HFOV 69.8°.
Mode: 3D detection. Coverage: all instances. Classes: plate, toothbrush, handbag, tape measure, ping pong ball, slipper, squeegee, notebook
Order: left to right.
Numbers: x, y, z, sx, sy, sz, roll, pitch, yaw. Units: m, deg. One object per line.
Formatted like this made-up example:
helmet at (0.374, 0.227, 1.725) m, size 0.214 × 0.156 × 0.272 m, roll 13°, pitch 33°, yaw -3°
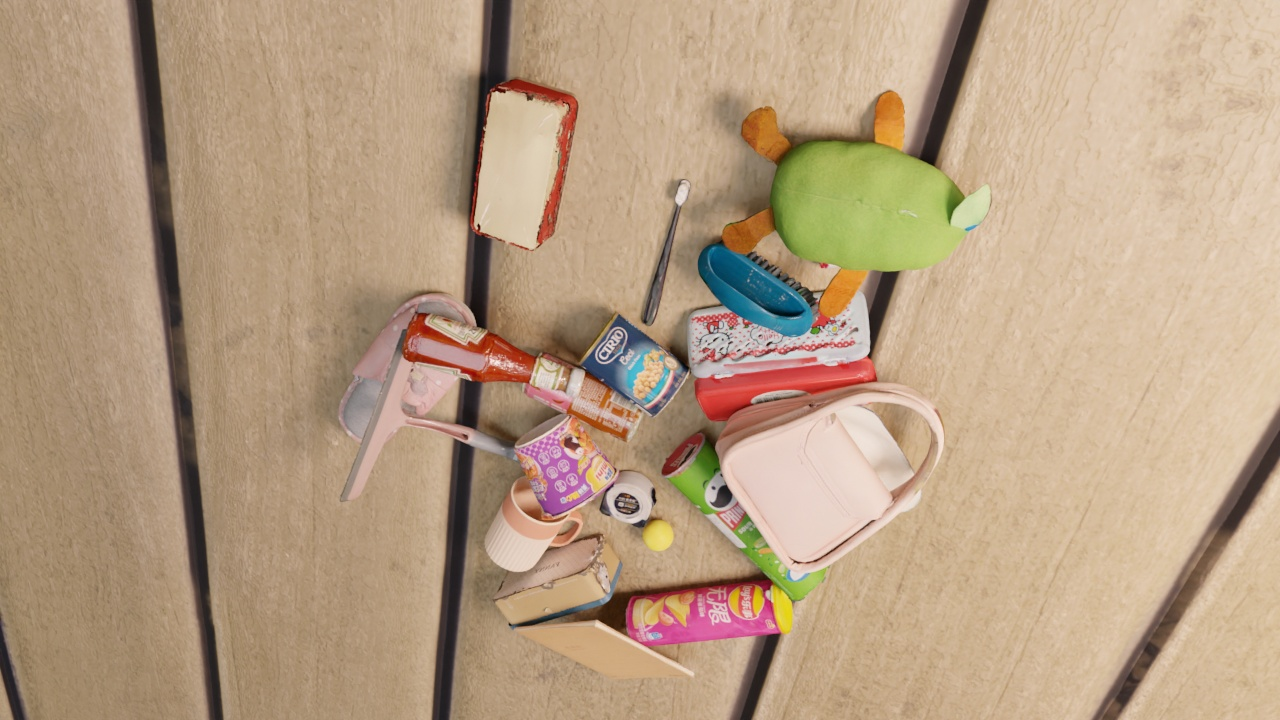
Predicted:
slipper at (-0.304, 0.020, 1.162) m, size 0.114 × 0.054 × 0.275 m, roll 42°, pitch 119°, yaw -8°
squeegee at (-0.220, 0.099, 1.160) m, size 0.249 × 0.040 × 0.248 m, roll 19°, pitch 109°, yaw -21°
notebook at (-0.048, 0.396, 1.246) m, size 0.150 × 0.012 × 0.211 m, roll -17°, pitch 138°, yaw 36°
tape measure at (-0.013, 0.176, 1.175) m, size 0.066 × 0.033 × 0.066 m, roll 22°, pitch 123°, yaw 1°
ping pong ball at (0.023, 0.226, 1.187) m, size 0.040 × 0.040 × 0.040 m, roll 7°, pitch 118°, yaw 12°
toothbrush at (0.028, -0.115, 1.022) m, size 0.015 × 0.018 × 0.181 m, roll 17°, pitch 121°, yaw 3°
plate at (0.229, 0.124, 1.075) m, size 0.165 × 0.034 × 0.163 m, roll -24°, pitch 112°, yaw 28°
handbag at (0.219, 0.111, 1.008) m, size 0.235 × 0.093 × 0.193 m, roll -30°, pitch 110°, yaw 21°

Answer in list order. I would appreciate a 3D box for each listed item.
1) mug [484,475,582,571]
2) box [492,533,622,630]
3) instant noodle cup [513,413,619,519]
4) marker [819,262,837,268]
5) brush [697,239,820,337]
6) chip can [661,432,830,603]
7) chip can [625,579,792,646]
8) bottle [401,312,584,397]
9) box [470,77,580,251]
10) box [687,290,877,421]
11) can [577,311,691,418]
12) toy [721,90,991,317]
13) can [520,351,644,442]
mug at (-0.137, 0.218, 1.212) m, size 0.114 × 0.081 × 0.106 m, roll 14°, pitch 127°, yaw -26°
box at (-0.117, 0.301, 1.239) m, size 0.185 × 0.089 × 0.060 m, roll -25°, pitch 109°, yaw 28°
instant noodle cup at (-0.097, 0.125, 1.133) m, size 0.112 × 0.111 × 0.099 m, roll -24°, pitch 101°, yaw 25°
marker at (0.259, -0.117, 0.955) m, size 0.145 × 0.017 × 0.017 m, roll -11°, pitch 113°, yaw 21°
brush at (0.118, -0.073, 0.967) m, size 0.144 × 0.073 × 0.055 m, roll 38°, pitch 133°, yaw 17°
chip can at (0.130, 0.193, 1.123) m, size 0.236 × 0.072 × 0.072 m, roll 45°, pitch 119°, yaw -11°
chip can at (0.089, 0.334, 1.207) m, size 0.211 × 0.071 × 0.071 m, roll -13°, pitch 113°, yaw 21°
bottle at (-0.166, -0.001, 1.050) m, size 0.206 × 0.059 × 0.060 m, roll 16°, pitch 120°, yaw -6°
box at (-0.125, -0.206, 0.981) m, size 0.091 × 0.076 × 0.169 m, roll 18°, pitch 121°, yaw 7°
box at (0.158, -0.006, 1.030) m, size 0.202 × 0.098 × 0.119 m, roll -7°, pitch 146°, yaw 18°
can at (-0.006, 0.006, 1.060) m, size 0.111 × 0.075 × 0.075 m, roll 37°, pitch 120°, yaw -6°
toy at (0.209, -0.154, 0.907) m, size 0.247 × 0.089 × 0.227 m, roll 15°, pitch 105°, yaw 7°
can at (-0.067, 0.044, 1.106) m, size 0.147 × 0.057 × 0.058 m, roll 25°, pitch 121°, yaw 2°
